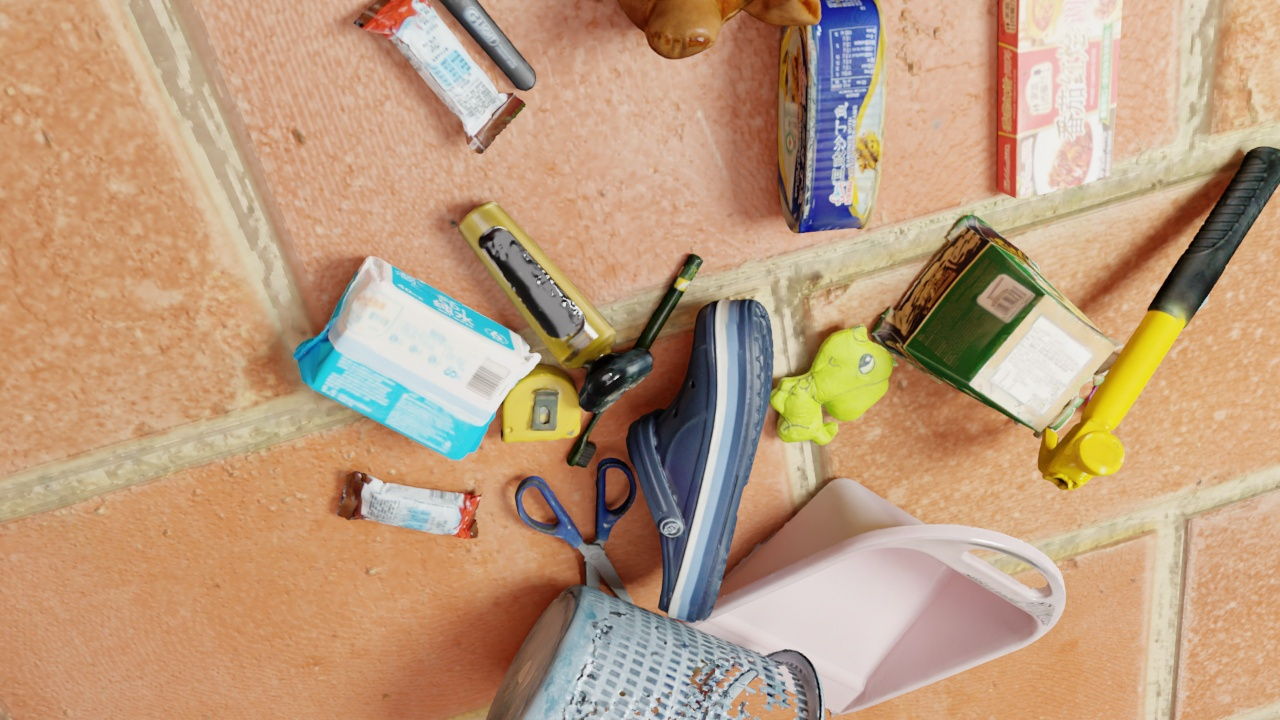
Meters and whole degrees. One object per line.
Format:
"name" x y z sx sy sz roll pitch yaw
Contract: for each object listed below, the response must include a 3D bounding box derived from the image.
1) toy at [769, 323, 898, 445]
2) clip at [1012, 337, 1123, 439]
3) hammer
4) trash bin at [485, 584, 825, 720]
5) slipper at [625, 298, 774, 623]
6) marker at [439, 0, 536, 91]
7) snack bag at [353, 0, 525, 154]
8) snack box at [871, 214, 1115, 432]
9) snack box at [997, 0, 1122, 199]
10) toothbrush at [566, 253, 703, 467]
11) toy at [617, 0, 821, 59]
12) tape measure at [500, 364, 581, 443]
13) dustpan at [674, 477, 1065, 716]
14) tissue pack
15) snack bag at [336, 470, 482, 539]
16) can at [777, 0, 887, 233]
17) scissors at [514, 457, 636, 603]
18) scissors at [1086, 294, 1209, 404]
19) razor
"toy" 0.147 0.022 0.698 0.100 0.031 0.097 -17 121 1
"clip" 0.332 0.010 0.731 0.094 0.035 0.102 34 100 -25
"hammer" 0.383 -0.031 0.669 0.033 0.129 0.300 35 83 12
"trash bin" -0.005 0.280 0.697 0.195 0.226 0.227 32 105 -7
"slipper" 0.037 0.069 0.666 0.095 0.105 0.253 11 111 7
"marker" -0.105 -0.210 0.543 0.018 0.015 0.124 -41 118 4
"snack bag" -0.118 -0.177 0.549 0.104 0.026 0.048 45 76 -27
"snack box" 0.260 -0.019 0.661 0.117 0.105 0.118 29 105 -22
"snack box" 0.286 -0.192 0.628 0.075 0.025 0.153 -14 117 -6
"toothbrush" -0.004 0.004 0.669 0.017 0.012 0.186 23 109 -27
"toy" 0.075 -0.255 0.508 0.199 0.130 0.140 -24 104 -10
"tape measure" -0.071 0.033 0.658 0.060 0.029 0.057 -2 115 -11
"dustpan" 0.188 0.214 0.739 0.222 0.138 0.274 28 106 -23
"tissue pack" -0.146 0.000 0.607 0.140 0.063 0.090 31 104 -24
"snack bag" -0.167 0.108 0.675 0.105 0.026 0.045 13 121 -16
"can" 0.120 -0.154 0.585 0.049 0.074 0.148 -6 118 -6
"scissors" -0.045 0.144 0.721 0.155 0.012 0.166 18 116 -19
"scissors" 0.417 -0.004 0.752 0.133 0.017 0.054 -48 129 8
"razor" -0.058 -0.035 0.613 0.062 0.067 0.167 -37 110 6
